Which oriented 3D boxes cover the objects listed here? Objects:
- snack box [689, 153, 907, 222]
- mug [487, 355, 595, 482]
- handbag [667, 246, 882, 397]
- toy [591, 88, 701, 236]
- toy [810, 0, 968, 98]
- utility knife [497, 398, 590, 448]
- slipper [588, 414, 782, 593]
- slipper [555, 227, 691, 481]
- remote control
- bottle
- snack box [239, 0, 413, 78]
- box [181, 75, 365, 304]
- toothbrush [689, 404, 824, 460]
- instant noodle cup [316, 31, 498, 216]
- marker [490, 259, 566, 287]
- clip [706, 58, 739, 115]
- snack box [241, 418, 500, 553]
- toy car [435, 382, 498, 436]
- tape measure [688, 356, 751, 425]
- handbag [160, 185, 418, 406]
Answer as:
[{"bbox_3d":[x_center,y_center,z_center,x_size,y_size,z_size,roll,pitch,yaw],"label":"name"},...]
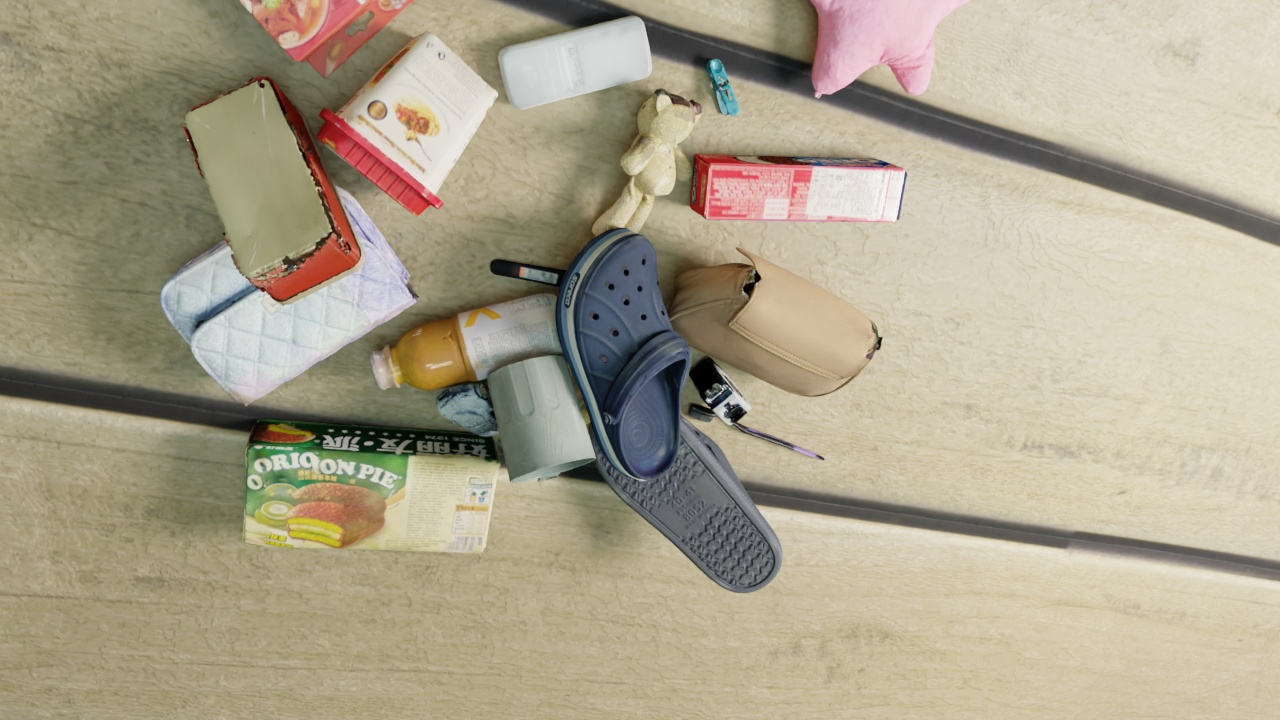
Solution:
[{"bbox_3d":[0.155,-0.168,0.905,0.207,0.057,0.058,-1,112,-14],"label":"snack box"},{"bbox_3d":[-0.100,0.061,0.890,0.083,0.124,0.103,-14,80,-14],"label":"mug"},{"bbox_3d":[0.132,-0.040,0.916,0.204,0.148,0.099,24,69,-25],"label":"handbag"},{"bbox_3d":[0.002,-0.178,0.864,0.105,0.066,0.157,1,123,-51],"label":"toy"},{"bbox_3d":[0.204,-0.325,0.837,0.194,0.074,0.179,26,108,-20],"label":"toy"},{"bbox_3d":[-0.080,0.062,0.962,0.152,0.018,0.031,-29,101,5],"label":"utility knife"},{"bbox_3d":[0.049,0.135,0.999,0.111,0.083,0.268,-41,93,16],"label":"slipper"},{"bbox_3d":[-0.005,0.005,0.864,0.104,0.095,0.253,-26,117,-37],"label":"slipper"},{"bbox_3d":[-0.058,-0.267,0.824,0.136,0.020,0.056,-17,118,-7],"label":"remote control"},{"bbox_3d":[-0.163,-0.014,0.886,0.189,0.068,0.068,-15,117,-8],"label":"bottle"},{"bbox_3d":[-0.262,-0.309,0.737,0.113,0.044,0.127,-39,118,5],"label":"snack box"},{"bbox_3d":[-0.299,-0.139,0.735,0.091,0.079,0.168,-27,74,-2],"label":"box"},{"bbox_3d":[0.134,0.086,1.041,0.189,0.014,0.017,22,114,-23],"label":"toothbrush"},{"bbox_3d":[-0.194,-0.203,0.774,0.116,0.116,0.124,39,88,-26],"label":"instant noodle cup"},{"bbox_3d":[-0.087,-0.083,0.906,0.123,0.015,0.018,9,110,-15],"label":"marker"},{"bbox_3d":[0.077,-0.256,0.863,0.013,0.038,0.055,-26,111,-5],"label":"clip"},{"bbox_3d":[-0.270,0.129,0.928,0.240,0.063,0.115,5,112,-16],"label":"snack box"},{"bbox_3d":[-0.161,0.052,0.912,0.049,0.031,0.105,-22,153,14],"label":"toy car"},{"bbox_3d":[0.086,0.036,0.975,0.033,0.065,0.066,-40,115,10],"label":"tape measure"},{"bbox_3d":[-0.316,-0.059,0.822,0.194,0.075,0.134,-31,115,2],"label":"handbag"}]
